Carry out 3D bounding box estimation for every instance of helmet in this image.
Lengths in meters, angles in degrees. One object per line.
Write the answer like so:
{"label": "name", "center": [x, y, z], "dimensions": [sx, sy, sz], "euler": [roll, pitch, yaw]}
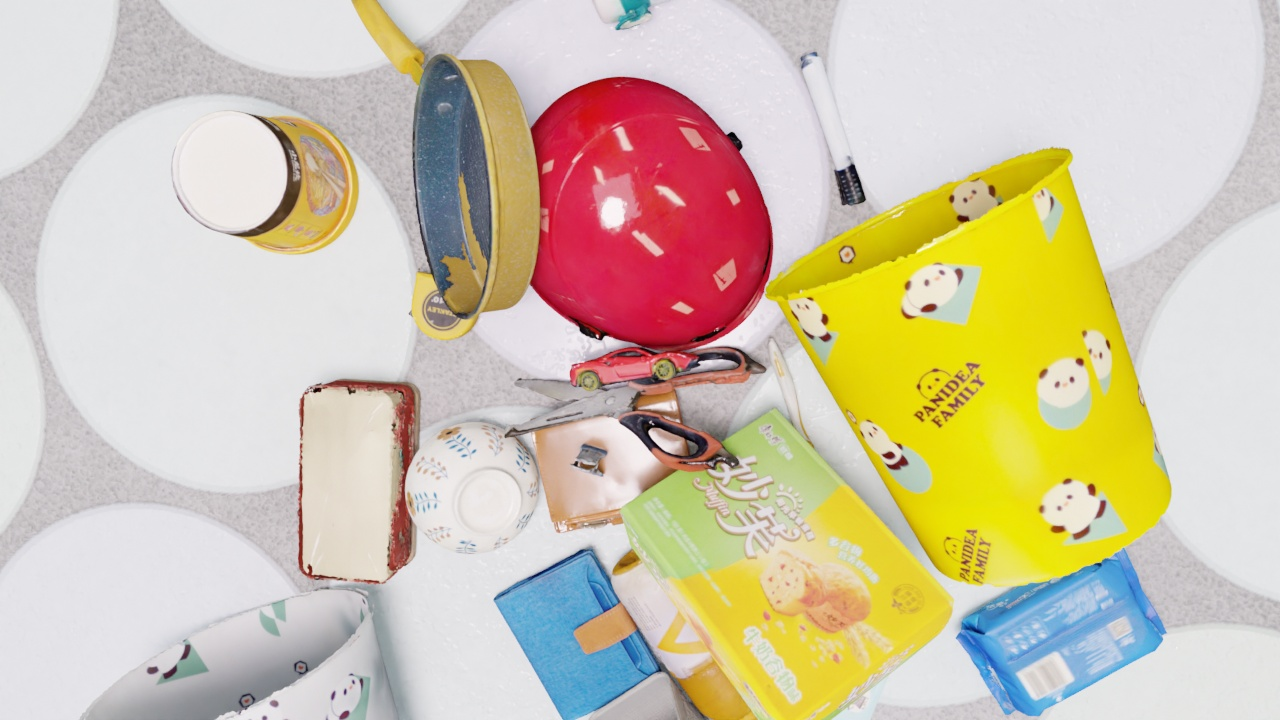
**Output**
{"label": "helmet", "center": [0.001, -0.111, 0.722], "dimensions": [0.240, 0.144, 0.207], "euler": [38, 94, -2]}

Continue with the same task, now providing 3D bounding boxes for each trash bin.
{"label": "trash bin", "center": [0.250, 0.010, 0.683], "dimensions": [0.230, 0.229, 0.255], "euler": [-26, 99, 5]}
{"label": "trash bin", "center": [-0.292, 0.354, 0.750], "dimensions": [0.230, 0.229, 0.252], "euler": [-15, 99, 5]}

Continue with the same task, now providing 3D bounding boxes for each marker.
{"label": "marker", "center": [0.159, -0.191, 0.764], "dimensions": [0.023, 0.018, 0.131], "euler": [-19, 94, 14]}

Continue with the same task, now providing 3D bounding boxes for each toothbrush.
{"label": "toothbrush", "center": [0.145, 0.070, 0.791], "dimensions": [0.018, 0.016, 0.191], "euler": [-20, 94, -6]}

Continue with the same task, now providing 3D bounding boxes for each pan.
{"label": "pan", "center": [-0.171, -0.201, 0.721], "dimensions": [0.078, 0.198, 0.357], "euler": [-9, 70, -27]}

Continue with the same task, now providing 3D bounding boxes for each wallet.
{"label": "wallet", "center": [-0.054, 0.244, 0.811], "dimensions": [0.106, 0.040, 0.133], "euler": [-28, 95, 10]}
{"label": "wallet", "center": [-0.022, 0.089, 0.796], "dimensions": [0.132, 0.031, 0.108], "euler": [-13, 93, 6]}

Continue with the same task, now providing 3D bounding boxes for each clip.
{"label": "clip", "center": [-0.044, 0.083, 0.754], "dimensions": [0.027, 0.058, 0.045], "euler": [18, 92, 9]}

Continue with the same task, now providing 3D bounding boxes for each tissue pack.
{"label": "tissue pack", "center": [0.355, 0.227, 0.775], "dimensions": [0.157, 0.052, 0.095], "euler": [-32, 95, 6]}

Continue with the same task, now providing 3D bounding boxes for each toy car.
{"label": "toy car", "center": [-0.004, 0.004, 0.746], "dimensions": [0.106, 0.049, 0.031], "euler": [-7, 93, 9]}

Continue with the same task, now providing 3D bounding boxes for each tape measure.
{"label": "tape measure", "center": [-0.167, -0.046, 0.792], "dimensions": [0.060, 0.029, 0.057], "euler": [11, 95, 2]}

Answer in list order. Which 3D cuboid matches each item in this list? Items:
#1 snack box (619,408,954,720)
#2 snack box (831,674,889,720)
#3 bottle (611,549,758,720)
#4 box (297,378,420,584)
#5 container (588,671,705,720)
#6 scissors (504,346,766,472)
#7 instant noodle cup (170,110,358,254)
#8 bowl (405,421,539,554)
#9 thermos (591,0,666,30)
{"label": "snack box", "center": [0.105, 0.160, 0.704], "dimensions": [0.157, 0.070, 0.210], "euler": [-32, 58, -15]}
{"label": "snack box", "center": [0.177, 0.251, 0.777], "dimensions": [0.051, 0.074, 0.175], "euler": [20, 96, 1]}
{"label": "bottle", "center": [0.049, 0.242, 0.787], "dimensions": [0.068, 0.068, 0.189], "euler": [-34, 93, 6]}
{"label": "box", "center": [-0.241, 0.103, 0.786], "dimensions": [0.091, 0.080, 0.168], "euler": [3, 96, 4]}
{"label": "container", "center": [0.025, 0.346, 0.777], "dimensions": [0.090, 0.090, 0.114], "euler": [-35, 115, 7]}
{"label": "scissors", "center": [-0.002, 0.036, 0.764], "dimensions": [0.227, 0.015, 0.188], "euler": [31, 60, 34]}
{"label": "instant noodle cup", "center": [-0.308, -0.147, 0.749], "dimensions": [0.118, 0.114, 0.118], "euler": [0, 95, 4]}
{"label": "bowl", "center": [-0.135, 0.112, 0.768], "dimensions": [0.113, 0.062, 0.113], "euler": [-4, 100, -23]}
{"label": "thermos", "center": [0.059, -0.342, 0.731], "dimensions": [0.224, 0.073, 0.073], "euler": [-26, 93, 6]}
